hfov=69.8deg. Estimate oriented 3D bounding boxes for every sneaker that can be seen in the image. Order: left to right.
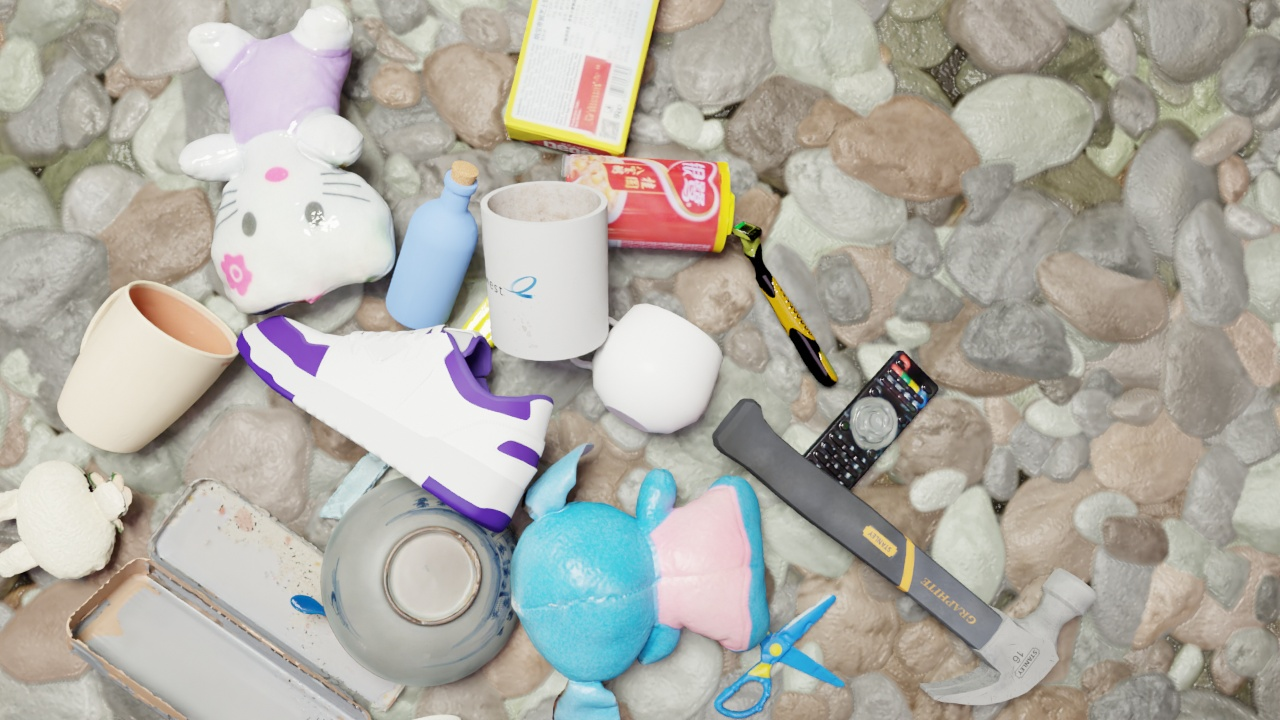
[{"bbox_3d":[-0.167,0.012,0.642,0.244,0.092,0.111,30,76,14],"label":"sneaker"}]

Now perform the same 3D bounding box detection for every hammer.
[{"bbox_3d":[0.185,0.135,0.682,0.312,0.035,0.139,40,87,-7],"label":"hammer"}]

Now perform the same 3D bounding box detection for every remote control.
[{"bbox_3d":[0.168,0.056,0.706,0.045,0.021,0.140,45,84,-7],"label":"remote control"}]

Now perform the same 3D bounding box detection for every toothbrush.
[{"bbox_3d":[-0.189,0.197,0.661,0.132,0.016,0.021,26,62,-10],"label":"toothbrush"}]

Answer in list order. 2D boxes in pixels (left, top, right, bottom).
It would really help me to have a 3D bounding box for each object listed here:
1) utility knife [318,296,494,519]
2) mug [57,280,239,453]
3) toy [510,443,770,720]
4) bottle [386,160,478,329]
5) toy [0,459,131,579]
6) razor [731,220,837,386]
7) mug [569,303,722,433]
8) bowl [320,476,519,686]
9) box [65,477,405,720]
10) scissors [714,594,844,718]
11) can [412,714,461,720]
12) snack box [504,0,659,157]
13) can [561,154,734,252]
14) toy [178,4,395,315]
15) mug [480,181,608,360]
[{"bbox_3d":[-0.162,0.029,0.690,0.029,0.020,0.233,39,86,7],"label":"utility knife"},{"bbox_3d":[-0.362,-0.001,0.656,0.104,0.085,0.111,-49,63,7],"label":"mug"},{"bbox_3d":[0.003,0.168,0.659,0.191,0.099,0.224,-5,88,-12],"label":"toy"},{"bbox_3d":[-0.141,-0.082,0.645,0.048,0.047,0.131,29,128,-2],"label":"bottle"},{"bbox_3d":[-0.411,0.113,0.658,0.112,0.050,0.087,-22,89,-7],"label":"toy"},{"bbox_3d":[0.111,-0.042,0.702,0.021,0.044,0.144,-30,95,22],"label":"razor"},{"bbox_3d":[-0.004,0.004,0.673,0.124,0.090,0.076,24,77,30],"label":"mug"},{"bbox_3d":[-0.148,0.152,0.646,0.150,0.057,0.150,5,74,-16],"label":"bowl"},{"bbox_3d":[-0.277,0.201,0.664,0.216,0.071,0.156,35,73,-1],"label":"box"},{"bbox_3d":[0.098,0.216,0.702,0.125,0.014,0.130,-39,93,-3],"label":"scissors"},{"bbox_3d":[-0.147,0.337,0.649,0.079,0.079,0.146,-11,88,-4],"label":"can"},{"bbox_3d":[-0.036,-0.258,0.697,0.092,0.042,0.200,13,87,-2],"label":"snack box"},{"bbox_3d":[0.004,-0.116,0.680,0.124,0.067,0.066,2,88,-3],"label":"can"},{"bbox_3d":[-0.253,-0.140,0.660,0.137,0.085,0.209,-9,87,-1],"label":"toy"},{"bbox_3d":[-0.075,-0.069,0.636,0.082,0.120,0.096,-22,127,-34],"label":"mug"}]
